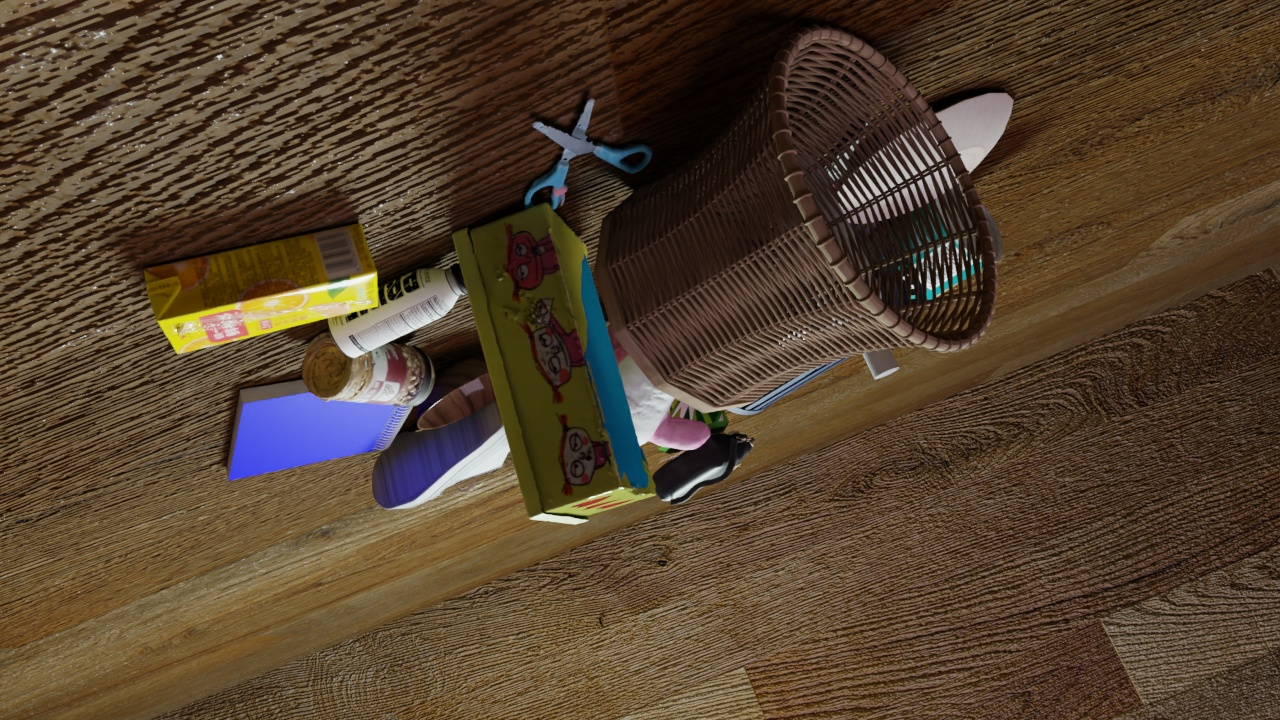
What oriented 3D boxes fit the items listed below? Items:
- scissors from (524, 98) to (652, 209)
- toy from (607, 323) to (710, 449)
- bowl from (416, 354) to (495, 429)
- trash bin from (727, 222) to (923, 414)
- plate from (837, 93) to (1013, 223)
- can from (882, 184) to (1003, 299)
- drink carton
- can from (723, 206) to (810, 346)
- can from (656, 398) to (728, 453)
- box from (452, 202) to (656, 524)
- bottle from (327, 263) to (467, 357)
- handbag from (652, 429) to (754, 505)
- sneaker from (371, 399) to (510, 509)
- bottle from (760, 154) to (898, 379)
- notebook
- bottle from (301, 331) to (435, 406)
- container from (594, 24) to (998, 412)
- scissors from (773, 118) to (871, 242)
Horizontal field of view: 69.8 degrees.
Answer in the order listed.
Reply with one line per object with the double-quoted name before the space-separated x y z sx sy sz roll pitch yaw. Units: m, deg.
"scissors" -0.031 -0.141 0.629 0.117 0.015 0.139 -16 169 -21
"toy" -0.006 0.005 0.937 0.186 0.127 0.266 30 114 -24
"bowl" -0.178 0.025 0.927 0.119 0.032 0.119 -30 169 -7
"trash bin" 0.169 -0.040 1.013 0.139 0.139 0.250 -10 162 -38
"plate" 0.267 -0.177 0.859 0.188 0.027 0.189 -25 165 -8
"can" 0.308 -0.114 1.017 0.099 0.099 0.144 -9 159 -40
"drink carton" -0.244 -0.046 0.601 0.134 0.043 0.059 -16 164 -20
"can" 0.098 -0.070 0.826 0.072 0.128 0.072 -21 164 -6
"can" 0.034 0.023 1.019 0.083 0.144 0.083 -20 164 -6
"box" -0.062 0.008 0.689 0.079 0.221 0.124 -17 168 10
"bottle" -0.179 -0.043 0.702 0.116 0.041 0.041 -24 164 7
"handbag" 0.071 0.117 1.010 0.079 0.054 0.129 -10 158 -48
"sneaker" -0.208 0.107 1.058 0.237 0.099 0.089 -32 148 26
"bottle" 0.163 -0.076 0.768 0.052 0.195 0.052 -21 164 -6
"notebook" -0.311 0.061 0.907 0.171 0.022 0.210 -11 161 -31
"bottle" -0.229 0.009 0.778 0.056 0.056 0.105 -28 163 19
"container" 0.101 -0.082 0.650 0.226 0.226 0.197 -6 165 -45
"scissors" 0.171 -0.159 0.841 0.139 0.015 0.189 -3 155 -47
